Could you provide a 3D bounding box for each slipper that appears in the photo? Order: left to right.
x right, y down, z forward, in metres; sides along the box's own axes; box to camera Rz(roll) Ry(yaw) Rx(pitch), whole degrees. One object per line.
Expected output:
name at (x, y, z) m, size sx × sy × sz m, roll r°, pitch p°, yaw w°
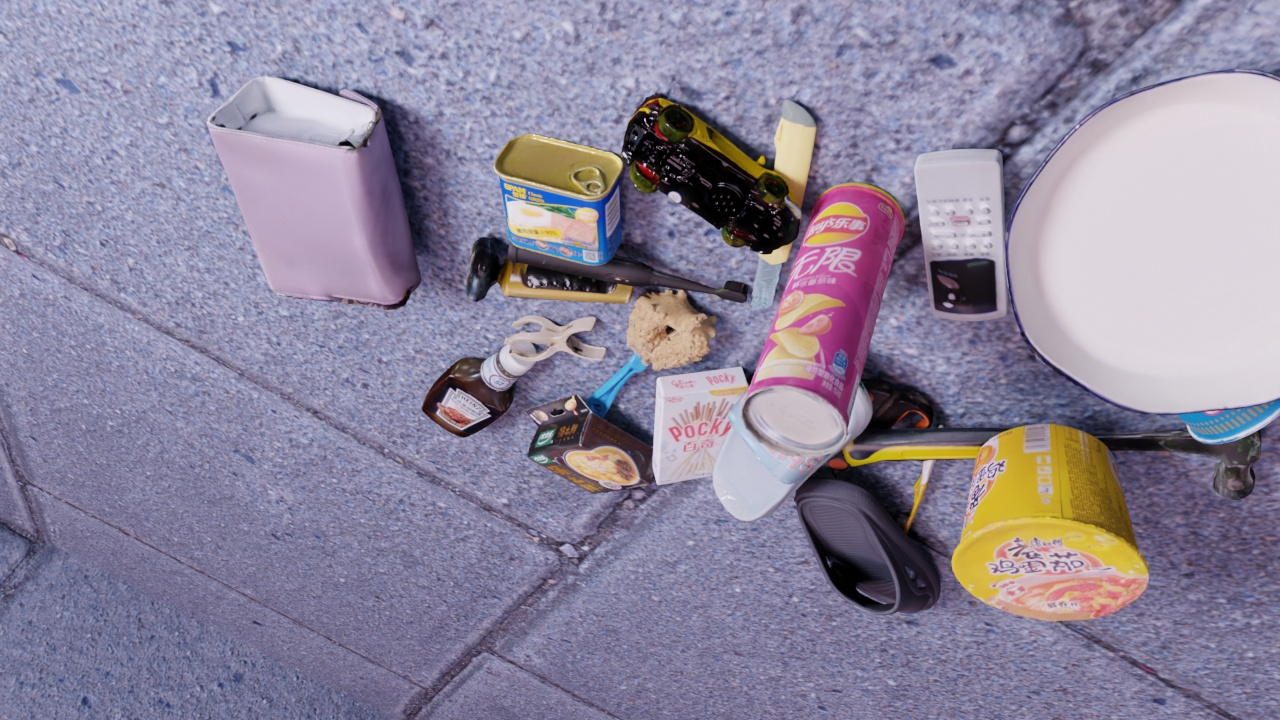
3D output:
slipper at (0.121, 0.074, 0.853) m, size 0.104 × 0.074 × 0.246 m, roll 53°, pitch 141°, yaw 22°
slipper at (0.234, 0.220, 0.979) m, size 0.111 × 0.083 × 0.268 m, roll -1°, pitch 143°, yaw 38°

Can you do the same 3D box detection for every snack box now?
snack box at (-0.060, 0.098, 1.027) m, size 0.125 × 0.053 × 0.113 m, roll 32°, pitch 150°, yaw -27°
snack box at (0.057, 0.069, 0.930) m, size 0.084 × 0.026 × 0.157 m, roll -8°, pitch 141°, yaw -8°

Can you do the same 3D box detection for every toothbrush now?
toothbrush at (-0.010, -0.079, 0.804) m, size 0.213 × 0.027 × 0.026 m, roll 12°, pitch 142°, yaw 5°
toothbrush at (0.275, 0.121, 0.908) m, size 0.018 × 0.016 × 0.192 m, roll 21°, pitch 144°, yaw 20°

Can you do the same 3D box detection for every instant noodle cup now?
instant noodle cup at (0.325, 0.126, 0.738) m, size 0.138 × 0.109 × 0.138 m, roll 12°, pitch 138°, yaw 10°
instant noodle cup at (0.379, -0.013, 0.634) m, size 0.110 × 0.099 × 0.099 m, roll 36°, pitch 142°, yaw -2°

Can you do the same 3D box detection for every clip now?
clip at (-0.087, -0.022, 0.927) m, size 0.100 × 0.034 × 0.072 m, roll 4°, pitch 137°, yaw 19°

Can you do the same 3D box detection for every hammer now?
hammer at (0.334, 0.068, 0.780) m, size 0.324 × 0.031 × 0.126 m, roll -3°, pitch 133°, yaw 26°

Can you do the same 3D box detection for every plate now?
plate at (0.332, -0.069, 0.561) m, size 0.205 × 0.045 × 0.205 m, roll 7°, pitch 109°, yaw 20°

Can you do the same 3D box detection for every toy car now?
toy car at (0.055, -0.139, 0.700) m, size 0.156 × 0.041 × 0.071 m, roll 33°, pitch 142°, yaw -3°

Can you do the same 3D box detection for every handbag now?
handbag at (-0.284, -0.146, 0.837) m, size 0.145 × 0.098 × 0.197 m, roll 17°, pitch 141°, yaw 13°

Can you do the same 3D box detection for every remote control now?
remote control at (0.238, -0.088, 0.676) m, size 0.058 × 0.021 × 0.150 m, roll 2°, pitch 136°, yaw 27°

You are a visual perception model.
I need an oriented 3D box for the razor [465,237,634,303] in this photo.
razor at (-0.085, -0.077, 0.845) m, size 0.167 × 0.062 × 0.067 m, roll 8°, pitch 174°, yaw 13°

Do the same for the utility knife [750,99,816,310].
utility knife at (0.108, -0.110, 0.723) m, size 0.031 × 0.021 × 0.211 m, roll 19°, pitch 136°, yaw 13°

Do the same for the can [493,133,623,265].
can at (-0.066, -0.132, 0.766) m, size 0.102 × 0.057 × 0.083 m, roll 16°, pitch 144°, yaw 12°

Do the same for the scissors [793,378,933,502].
scissors at (0.187, 0.083, 0.901) m, size 0.142 × 0.021 × 0.236 m, roll 32°, pitch 140°, yaw -21°

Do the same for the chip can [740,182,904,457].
chip can at (0.131, -0.034, 0.643) m, size 0.071 × 0.209 × 0.071 m, roll 16°, pitch 141°, yaw 13°

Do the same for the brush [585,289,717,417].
brush at (-0.005, 0.005, 0.915) m, size 0.083 × 0.045 × 0.255 m, roll 28°, pitch 147°, yaw -10°

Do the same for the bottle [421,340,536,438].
bottle at (-0.177, 0.028, 1.029) m, size 0.080 × 0.043 × 0.195 m, roll 37°, pitch 140°, yaw -17°
